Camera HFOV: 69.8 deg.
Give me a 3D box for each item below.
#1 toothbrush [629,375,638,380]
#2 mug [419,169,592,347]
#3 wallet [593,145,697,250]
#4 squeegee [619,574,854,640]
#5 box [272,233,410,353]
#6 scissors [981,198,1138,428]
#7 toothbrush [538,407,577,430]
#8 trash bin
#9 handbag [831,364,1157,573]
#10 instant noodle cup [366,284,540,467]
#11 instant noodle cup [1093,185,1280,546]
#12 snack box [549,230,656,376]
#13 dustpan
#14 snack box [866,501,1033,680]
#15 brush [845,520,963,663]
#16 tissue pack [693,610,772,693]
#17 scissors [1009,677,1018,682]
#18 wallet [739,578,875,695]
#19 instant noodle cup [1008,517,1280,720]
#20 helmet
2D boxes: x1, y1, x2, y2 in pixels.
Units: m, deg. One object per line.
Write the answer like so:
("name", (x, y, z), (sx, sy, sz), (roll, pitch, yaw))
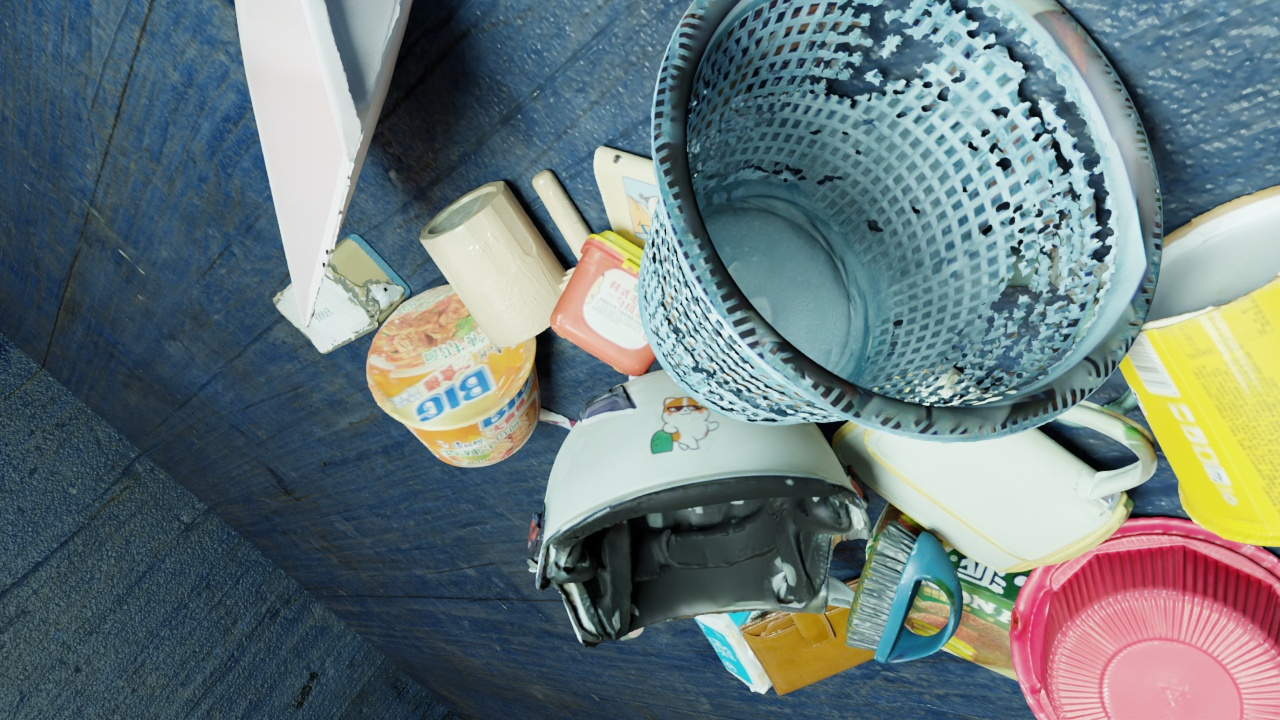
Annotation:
("toothbrush", (-0.005, 0.005, 0.782), (0.021, 0.029, 0.190), (-3, 147, -13))
("mug", (-0.094, -0.082, 0.711), (0.125, 0.084, 0.103), (-19, 120, 25))
("wallet", (0.024, -0.095, 0.622), (0.115, 0.024, 0.087), (22, 144, 27))
("squeegee", (0.074, 0.184, 0.814), (0.250, 0.040, 0.248), (5, 130, 24))
("box", (-0.316, -0.064, 0.955), (0.185, 0.059, 0.090), (-11, 124, 52))
("scissors", (0.214, -0.029, 0.532), (0.180, 0.019, 0.170), (15, 144, 32))
("toothbrush", (-0.067, 0.071, 0.925), (0.188, 0.017, 0.016), (18, 143, 26))
("trash bin", (0.092, -0.058, 0.457), (0.226, 0.226, 0.195), (38, 161, -3))
("handbag", (0.226, 0.062, 0.583), (0.163, 0.063, 0.179), (36, 153, -1))
("instant noodle cup", (-0.160, 0.021, 0.842), (0.151, 0.151, 0.111), (24, 154, 19))
("instant noodle cup", (0.280, -0.005, 0.404), (0.110, 0.137, 0.138), (52, 146, -7))
("snack box", (-0.015, -0.038, 0.655), (0.091, 0.080, 0.082), (32, 177, -7))
("dustpan", (-0.233, -0.188, 0.584), (0.138, 0.272, 0.223), (18, 149, -19))
("snack box", (0.294, 0.193, 0.698), (0.240, 0.063, 0.115), (18, 143, 27))
("brush", (0.193, 0.175, 0.662), (0.073, 0.055, 0.144), (22, 140, 23))
("tissue pack", (0.117, 0.265, 0.928), (0.063, 0.089, 0.140), (19, 146, 50))
("scissors", (0.294, 0.240, 0.799), (0.166, 0.012, 0.157), (-3, 133, 42))
("wallet", (0.168, 0.254, 0.866), (0.131, 0.035, 0.119), (-25, 123, 10))
("instant noodle cup", (0.331, 0.199, 0.574), (0.194, 0.065, 0.194), (3, 98, 28))
("helmet", (0.034, 0.089, 0.656), (0.230, 0.156, 0.274), (-10, 145, 0))
